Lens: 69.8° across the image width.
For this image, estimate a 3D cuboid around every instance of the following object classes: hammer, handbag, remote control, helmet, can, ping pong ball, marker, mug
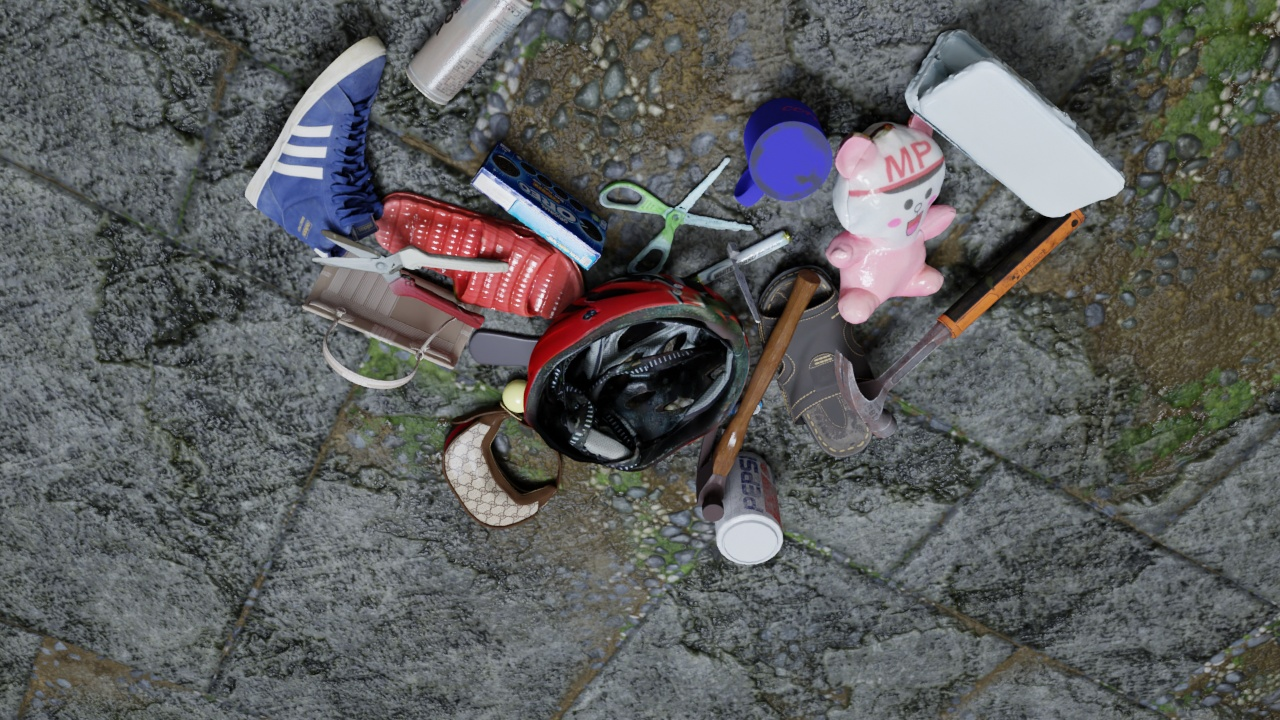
[{"bbox_3d":[0.339,-0.058,0.981,0.314,0.035,0.137,-44,130,7],"label":"hammer"},{"bbox_3d":[-0.275,-0.031,0.980,0.175,0.197,0.062,24,119,-11],"label":"handbag"},{"bbox_3d":[-0.143,-0.011,1.095,0.124,0.009,0.046,6,121,-1],"label":"remote control"},{"bbox_3d":[-0.006,0.006,1.006,0.217,0.166,0.273,33,125,-32],"label":"helmet"},{"bbox_3d":[-0.166,-0.315,0.889,0.136,0.054,0.054,-39,112,23],"label":"can"},{"bbox_3d":[-0.147,0.043,1.110,0.040,0.040,0.040,1,121,2],"label":"ping pong ball"},{"bbox_3d":[0.100,-0.107,1.023,0.147,0.017,0.017,-26,116,17],"label":"marker"},{"bbox_3d":[0.130,0.178,1.123,0.078,0.136,0.078,1,121,2],"label":"can"},{"bbox_3d":[0.136,-0.202,0.926,0.079,0.083,0.111,35,116,-17],"label":"mug"},{"bbox_3d":[0.126,0.039,1.029,0.033,0.115,0.324,15,124,-8],"label":"hammer"},{"bbox_3d":[-0.174,0.128,1.161,0.138,0.063,0.166,-27,114,-1],"label":"handbag"}]

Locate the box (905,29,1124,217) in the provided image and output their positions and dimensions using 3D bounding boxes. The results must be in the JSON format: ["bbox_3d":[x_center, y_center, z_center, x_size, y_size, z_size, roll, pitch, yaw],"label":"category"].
[{"bbox_3d":[0.368,-0.221,0.865,0.215,0.124,0.106,30,93,-15],"label":"box"}]

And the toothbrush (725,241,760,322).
[{"bbox_3d":[0.106,-0.084,0.941,0.010,0.181,0.010,10,118,-10],"label":"toothbrush"}]

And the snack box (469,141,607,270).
[{"bbox_3d":[-0.102,-0.163,0.961,0.150,0.082,0.027,34,118,-17],"label":"snack box"}]

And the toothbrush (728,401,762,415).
[{"bbox_3d":[0.071,0.080,1.138,0.167,0.014,0.016,-20,118,15],"label":"toothbrush"}]

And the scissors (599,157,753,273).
[{"bbox_3d":[0.038,-0.153,1.004,0.171,0.023,0.168,12,115,-2],"label":"scissors"}]

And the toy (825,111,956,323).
[{"bbox_3d":[0.252,-0.150,0.948,0.141,0.084,0.213,-21,126,-14],"label":"toy"}]

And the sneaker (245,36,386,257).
[{"bbox_3d":[-0.296,-0.198,0.932,0.234,0.091,0.118,-41,95,25],"label":"sneaker"}]

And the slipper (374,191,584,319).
[{"bbox_3d":[-0.178,-0.109,1.011,0.248,0.059,0.104,23,120,-9],"label":"slipper"}]

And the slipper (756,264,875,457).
[{"bbox_3d":[0.209,0.014,1.056,0.113,0.075,0.268,-18,119,12],"label":"slipper"}]

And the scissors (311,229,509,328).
[{"bbox_3d":[-0.231,-0.090,0.966,0.179,0.015,0.187,-19,131,7],"label":"scissors"}]
